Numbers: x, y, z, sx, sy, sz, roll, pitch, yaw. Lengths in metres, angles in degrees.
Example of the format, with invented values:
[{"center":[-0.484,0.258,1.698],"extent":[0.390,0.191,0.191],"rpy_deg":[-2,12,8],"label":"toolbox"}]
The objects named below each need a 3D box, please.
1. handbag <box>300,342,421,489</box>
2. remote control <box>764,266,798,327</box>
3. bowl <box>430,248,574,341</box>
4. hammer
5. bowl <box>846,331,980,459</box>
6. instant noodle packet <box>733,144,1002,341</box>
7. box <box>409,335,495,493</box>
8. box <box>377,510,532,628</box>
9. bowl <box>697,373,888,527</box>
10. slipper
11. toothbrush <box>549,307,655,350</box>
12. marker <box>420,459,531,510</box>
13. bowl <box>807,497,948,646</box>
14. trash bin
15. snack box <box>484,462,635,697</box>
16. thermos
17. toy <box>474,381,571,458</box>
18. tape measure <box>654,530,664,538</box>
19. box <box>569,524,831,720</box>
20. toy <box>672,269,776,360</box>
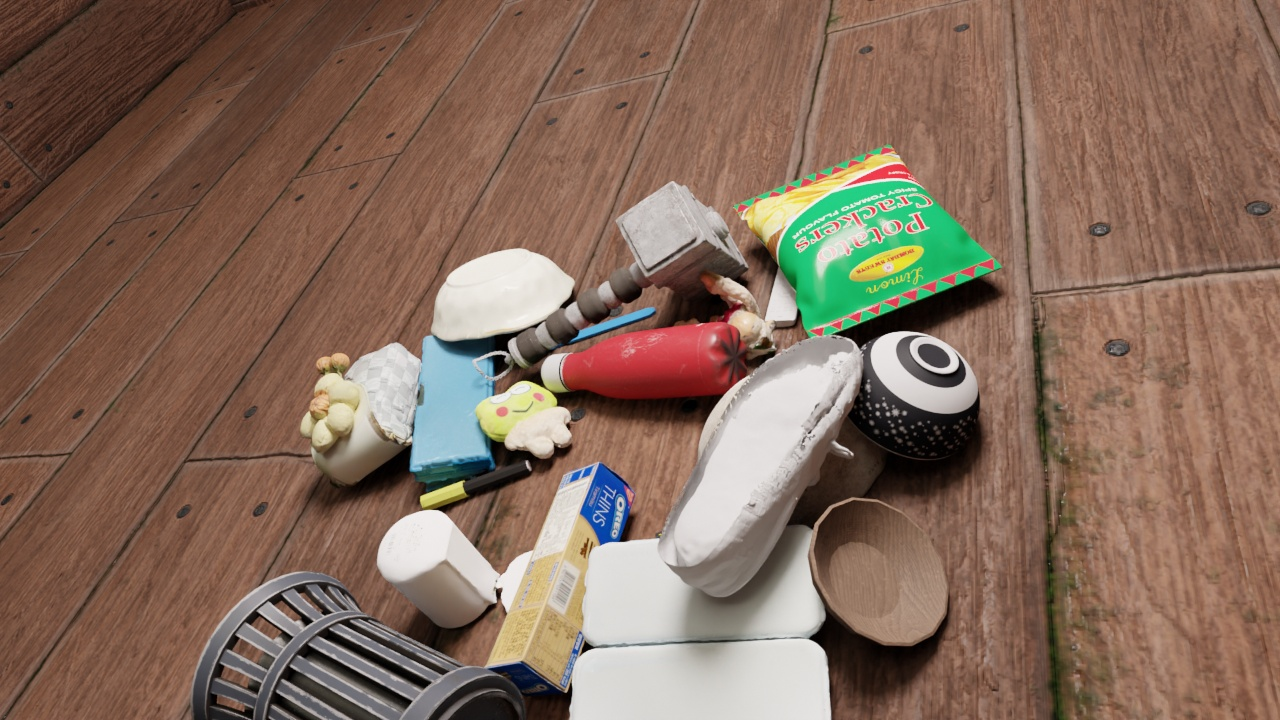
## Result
[{"center":[-0.328,0.048,1.077],"extent":[0.113,0.123,0.171],"rpy_deg":[-35,34,23],"label":"handbag"},{"center":[0.167,-0.086,1.025],"extent":[0.033,0.012,0.130],"rpy_deg":[-2,46,25],"label":"remote control"},{"center":[-0.182,-0.093,1.155],"extent":[0.188,0.060,0.219],"rpy_deg":[-27,25,-22],"label":"bowl"},{"center":[-0.044,-0.066,1.031],"extent":[0.327,0.176,0.079],"rpy_deg":[-32,75,17],"label":"hammer"},{"center":[0.238,0.018,0.786],"extent":[0.120,0.067,0.120],"rpy_deg":[8,45,-9],"label":"bowl"},{"center":[0.229,-0.135,0.980],"extent":[0.195,0.090,0.252],"rpy_deg":[-22,43,2],"label":"instant noodle packet"},{"center":[-0.215,0.053,1.081],"extent":[0.093,0.053,0.231],"rpy_deg":[-8,41,-2],"label":"box"},{"center":[-0.154,0.186,0.842],"extent":[0.150,0.106,0.080],"rpy_deg":[-14,43,14],"label":"box"},{"center":[0.128,0.061,0.836],"extent":[0.179,0.081,0.178],"rpy_deg":[-17,42,15],"label":"bowl"},{"center":[0.107,0.079,0.738],"extent":[0.112,0.075,0.246],"rpy_deg":[19,64,36],"label":"slipper"},{"center":[-0.062,-0.037,1.102],"extent":[0.167,0.014,0.016],"rpy_deg":[-18,40,11],"label":"toothbrush"},{"center":[-0.176,0.133,0.978],"extent":[0.124,0.017,0.021],"rpy_deg":[-20,-5,7],"label":"marker"},{"center":[0.176,0.164,0.701],"extent":[0.117,0.030,0.117],"rpy_deg":[11,54,-15],"label":"bowl"},{"center":[-0.218,0.283,0.734],"extent":[0.228,0.164,0.163],"rpy_deg":[11,53,33],"label":"trash bin"},{"center":[-0.066,0.190,0.813],"extent":[0.056,0.057,0.206],"rpy_deg":[-24,32,40],"label":"snack box"},{"center":[-0.006,0.006,0.977],"extent":[0.240,0.073,0.073],"rpy_deg":[-5,44,34],"label":"thermos"},{"center":[-0.122,0.066,0.997],"extent":[0.092,0.046,0.115],"rpy_deg":[-26,44,-31],"label":"toy"},{"center":[0.045,0.169,0.798],"extent":[0.064,0.037,0.065],"rpy_deg":[-18,40,13],"label":"tape measure"},{"center":[0.045,0.222,0.719],"extent":[0.209,0.037,0.188],"rpy_deg":[-8,60,21],"label":"box"},{"center":[0.098,-0.035,0.974],"extent":[0.106,0.074,0.085],"rpy_deg":[39,103,27],"label":"toy"}]
